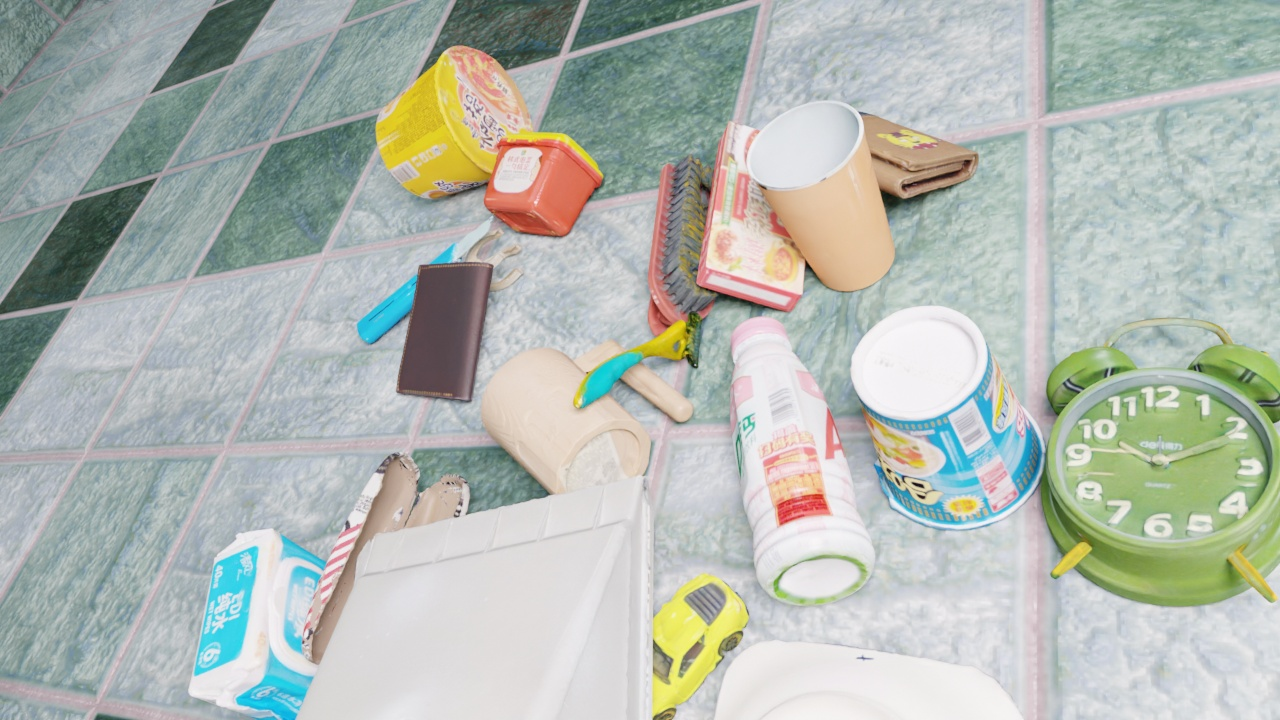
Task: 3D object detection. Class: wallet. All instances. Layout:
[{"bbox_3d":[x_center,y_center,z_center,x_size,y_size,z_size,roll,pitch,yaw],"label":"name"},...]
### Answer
[{"bbox_3d":[-0.175,-0.027,0.813,0.096,0.020,0.122,3,81,39],"label":"wallet"},{"bbox_3d":[0.178,-0.155,0.683,0.090,0.033,0.115,-18,37,-30],"label":"wallet"}]

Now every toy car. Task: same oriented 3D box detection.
[{"bbox_3d":[0.018,0.174,0.552,0.105,0.032,0.048,-48,46,-6],"label":"toy car"}]

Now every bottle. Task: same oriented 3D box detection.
[{"bbox_3d":[0.091,0.053,0.578,0.068,0.068,0.196,-23,43,16],"label":"bottle"}]

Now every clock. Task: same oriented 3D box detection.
[{"bbox_3d":[0.269,0.045,0.473,0.116,0.056,0.160,0,57,31],"label":"clock"}]

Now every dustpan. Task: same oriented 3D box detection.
[{"bbox_3d":[-0.090,0.221,0.539,0.223,0.143,0.257,-15,26,19],"label":"dustpan"}]

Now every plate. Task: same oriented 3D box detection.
[{"bbox_3d":[0.097,0.222,0.446,0.164,0.034,0.164,-2,66,31],"label":"plate"}]

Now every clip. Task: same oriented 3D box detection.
[{"bbox_3d":[-0.157,-0.091,0.871,0.105,0.034,0.082,-16,53,33],"label":"clip"}]

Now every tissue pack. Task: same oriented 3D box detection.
[{"bbox_3d":[-0.268,0.199,0.676,0.063,0.090,0.139,-24,46,15],"label":"tissue pack"}]

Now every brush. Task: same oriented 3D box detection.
[{"bbox_3d":[0.035,-0.087,0.729,0.069,0.063,0.145,-37,37,49],"label":"brush"}]

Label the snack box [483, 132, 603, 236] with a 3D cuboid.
[{"bbox_3d":[-0.095,-0.163,0.855,0.091,0.082,0.080,12,74,39],"label":"snack box"}]

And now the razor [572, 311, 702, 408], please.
[{"bbox_3d":[-0.004,0.004,0.642,0.028,0.043,0.132,27,38,31],"label":"razor"}]

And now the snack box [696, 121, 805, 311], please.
[{"bbox_3d":[0.090,-0.113,0.702,0.075,0.026,0.152,16,58,-7],"label":"snack box"}]

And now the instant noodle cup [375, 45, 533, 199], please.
[{"bbox_3d":[-0.193,-0.234,0.940,0.110,0.138,0.137,-17,49,33],"label":"instant noodle cup"}]

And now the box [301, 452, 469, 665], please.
[{"bbox_3d":[-0.177,0.153,0.677,0.088,0.076,0.162,13,61,9],"label":"box"}]

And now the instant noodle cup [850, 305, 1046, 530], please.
[{"bbox_3d":[0.167,0.029,0.514,0.099,0.110,0.099,-17,50,21],"label":"instant noodle cup"}]

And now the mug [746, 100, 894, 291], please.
[{"bbox_3d":[0.131,-0.106,0.632,0.078,0.123,0.078,-17,49,20],"label":"mug"}]

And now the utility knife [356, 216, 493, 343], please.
[{"bbox_3d":[-0.204,-0.076,0.868,0.192,0.018,0.034,-35,42,23],"label":"utility knife"}]

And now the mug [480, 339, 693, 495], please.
[{"bbox_3d":[-0.038,0.041,0.665,0.124,0.084,0.103,-30,43,-21],"label":"mug"}]
